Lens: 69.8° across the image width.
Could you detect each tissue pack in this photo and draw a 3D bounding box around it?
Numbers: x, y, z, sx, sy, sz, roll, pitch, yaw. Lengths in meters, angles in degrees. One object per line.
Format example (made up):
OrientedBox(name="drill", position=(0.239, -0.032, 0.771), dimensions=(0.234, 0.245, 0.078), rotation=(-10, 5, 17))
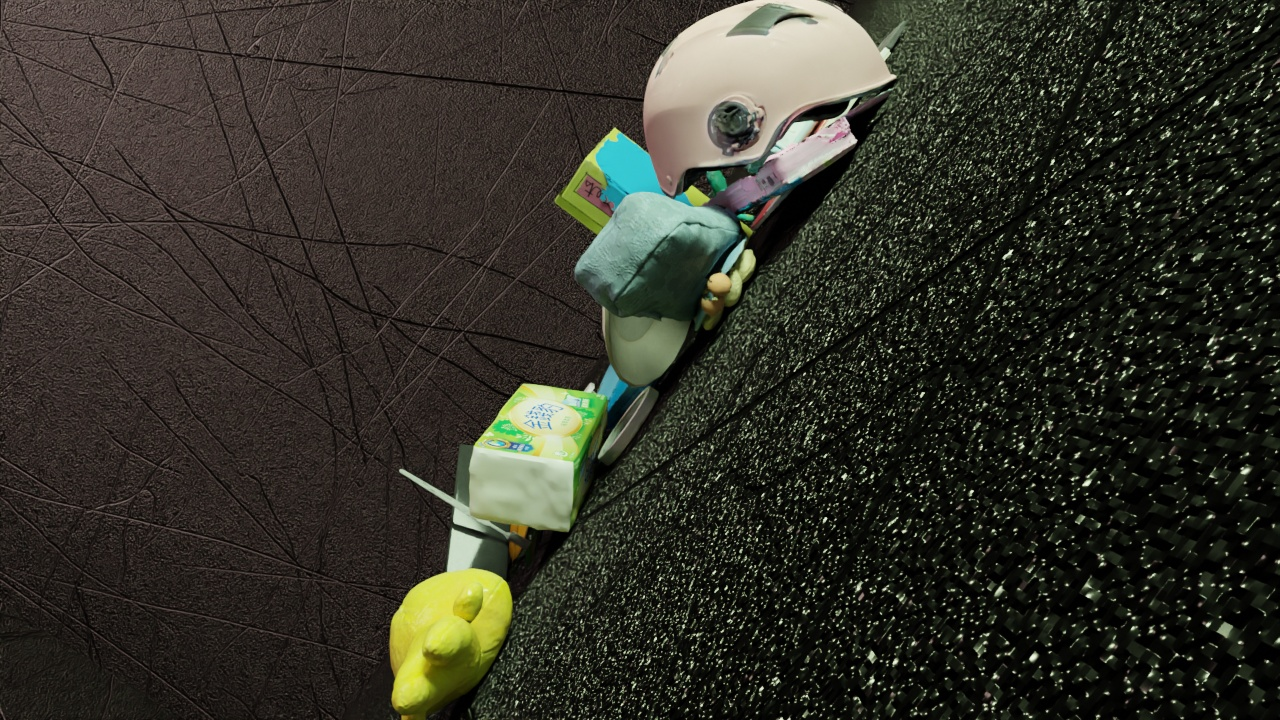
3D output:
OrientedBox(name="tissue pack", position=(0.206, -0.328, 1.213), dimensions=(0.181, 0.070, 0.112), rotation=(-55, -5, -10))
OrientedBox(name="tissue pack", position=(-0.102, 0.125, 0.955), dimensions=(0.197, 0.120, 0.141), rotation=(-49, -32, -68))

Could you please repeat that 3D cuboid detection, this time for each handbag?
OrientedBox(name="handbag", position=(-0.216, 0.237, 1.201), dimensions=(0.196, 0.072, 0.175), rotation=(112, 161, -52))
OrientedBox(name="handbag", position=(0.038, -0.085, 0.842), dimensions=(0.122, 0.118, 0.191), rotation=(-53, -20, 18))

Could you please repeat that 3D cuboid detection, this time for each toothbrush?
OrientedBox(name="toothbrush", position=(-0.205, 0.175, 1.084), dimensions=(0.010, 0.181, 0.010), rotation=(-45, 15, 50))

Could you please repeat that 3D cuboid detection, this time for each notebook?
OrientedBox(name="notebook", position=(0.208, -0.256, 1.079), dimensions=(0.208, 0.012, 0.153), rotation=(-55, 4, -20))

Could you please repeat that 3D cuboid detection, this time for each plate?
OrientedBox(name="plate", position=(0.005, -0.066, 0.962), dimensions=(0.188, 0.027, 0.189), rotation=(-33, -50, -51))

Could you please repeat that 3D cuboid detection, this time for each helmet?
OrientedBox(name="helmet", position=(0.116, -0.276, 0.913), dimensions=(0.256, 0.152, 0.229), rotation=(-11, 14, 46))

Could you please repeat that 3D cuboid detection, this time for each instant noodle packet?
OrientedBox(name="instant noodle packet", position=(-0.164, 0.183, 1.268), dimensions=(0.221, 0.032, 0.160), rotation=(169, 108, -84))

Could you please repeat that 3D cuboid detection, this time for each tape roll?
OrientedBox(name="tape roll", position=(-0.013, 0.067, 0.947), dimensions=(0.093, 0.013, 0.093), rotation=(-54, 4, 5))

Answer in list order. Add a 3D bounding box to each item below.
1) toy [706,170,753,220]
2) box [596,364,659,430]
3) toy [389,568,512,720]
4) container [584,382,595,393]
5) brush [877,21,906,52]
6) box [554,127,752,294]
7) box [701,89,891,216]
OrientedBox(name="toy", position=(0.120, -0.205, 1.298), dimensions=(0.193, 0.072, 0.131), rotation=(-80, -8, -81))
OrientedBox(name="box", position=(-0.007, 0.007, 1.126), dimensions=(0.175, 0.033, 0.230), rotation=(-48, 11, 42))
OrientedBox(name="toy", position=(-0.164, 0.236, 0.763), dimensions=(0.133, 0.092, 0.208), rotation=(-58, 7, -7))
OrientedBox(name="container", position=(-0.086, 0.098, 1.272), dimensions=(0.129, 0.049, 0.081), rotation=(-54, 4, 1))
OrientedBox(name="brush", position=(0.279, -0.361, 1.116), dimensions=(0.038, 0.012, 0.151), rotation=(-56, 4, -13))
OrientedBox(name="box", position=(0.019, -0.173, 1.111), dimensions=(0.081, 0.221, 0.124), rotation=(-52, 7, 36))
OrientedBox(name="box", position=(0.156, -0.198, 0.885), dimensions=(0.159, 0.035, 0.230), rotation=(-34, 7, -10))
